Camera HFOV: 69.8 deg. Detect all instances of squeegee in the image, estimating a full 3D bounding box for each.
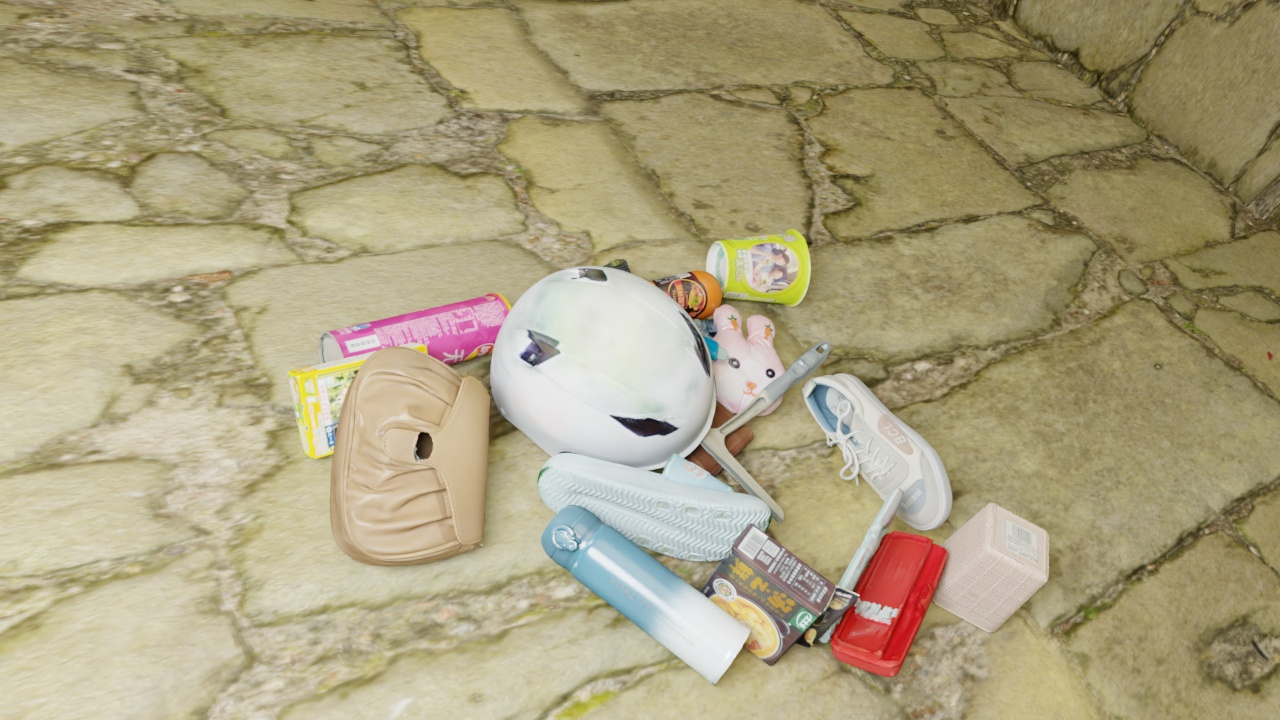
[{"bbox_3d":[0.149,0.045,1.110,0.245,0.039,0.246,-35,70,-31],"label":"squeegee"}]

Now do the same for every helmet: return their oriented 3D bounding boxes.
[{"bbox_3d":[-0.035,-0.004,0.993,0.259,0.146,0.228,29,67,9],"label":"helmet"}]

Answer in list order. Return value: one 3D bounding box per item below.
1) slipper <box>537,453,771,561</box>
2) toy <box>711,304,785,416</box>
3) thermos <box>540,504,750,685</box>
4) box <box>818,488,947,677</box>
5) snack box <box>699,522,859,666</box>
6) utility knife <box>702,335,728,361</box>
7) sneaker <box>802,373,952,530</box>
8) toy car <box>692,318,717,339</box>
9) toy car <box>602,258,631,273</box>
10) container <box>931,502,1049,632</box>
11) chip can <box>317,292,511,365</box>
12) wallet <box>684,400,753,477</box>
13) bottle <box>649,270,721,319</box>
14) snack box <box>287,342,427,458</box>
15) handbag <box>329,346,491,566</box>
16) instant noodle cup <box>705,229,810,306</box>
[{"bbox_3d":[0.014,0.143,0.964,0.245,0.104,0.074,15,42,-2],"label":"slipper"},{"bbox_3d":[0.131,-0.002,1.181,0.121,0.054,0.159,14,58,-16],"label":"toy"},{"bbox_3d":[0.001,0.225,0.899,0.220,0.070,0.070,35,43,10],"label":"thermos"},{"bbox_3d":[0.264,0.229,0.988,0.095,0.102,0.200,12,35,30],"label":"box"},{"bbox_3d":[0.131,0.238,0.911,0.125,0.113,0.053,36,44,13],"label":"snack box"},{"bbox_3d":[0.038,-0.032,1.153,0.159,0.018,0.034,21,54,12],"label":"utility knife"},{"bbox_3d":[0.286,0.105,1.134,0.090,0.090,0.242,6,39,-43],"label":"sneaker"},{"bbox_3d":[0.085,-0.040,1.226,0.090,0.043,0.034,-12,87,-40],"label":"toy car"},{"bbox_3d":[-0.052,-0.105,1.224,0.090,0.035,0.042,-28,102,-37],"label":"toy car"},{"bbox_3d":[0.401,0.234,1.048,0.090,0.111,0.089,28,42,3],"label":"container"},{"bbox_3d":[-0.245,-0.022,1.024,0.210,0.072,0.071,-17,57,-37],"label":"chip can"},{"bbox_3d":[0.062,0.082,1.100,0.124,0.032,0.101,41,47,17],"label":"wallet"},{"bbox_3d":[0.033,-0.084,1.233,0.149,0.067,0.066,-7,51,-22],"label":"bottle"},{"bbox_3d":[-0.280,0.039,0.935,0.140,0.087,0.034,-18,17,-39],"label":"snack box"},{"bbox_3d":[-0.213,0.091,0.872,0.147,0.100,0.204,9,69,-27],"label":"handbag"},{"bbox_3d":[0.163,-0.132,1.314,0.123,0.112,0.111,-2,48,-17],"label":"instant noodle cup"}]
